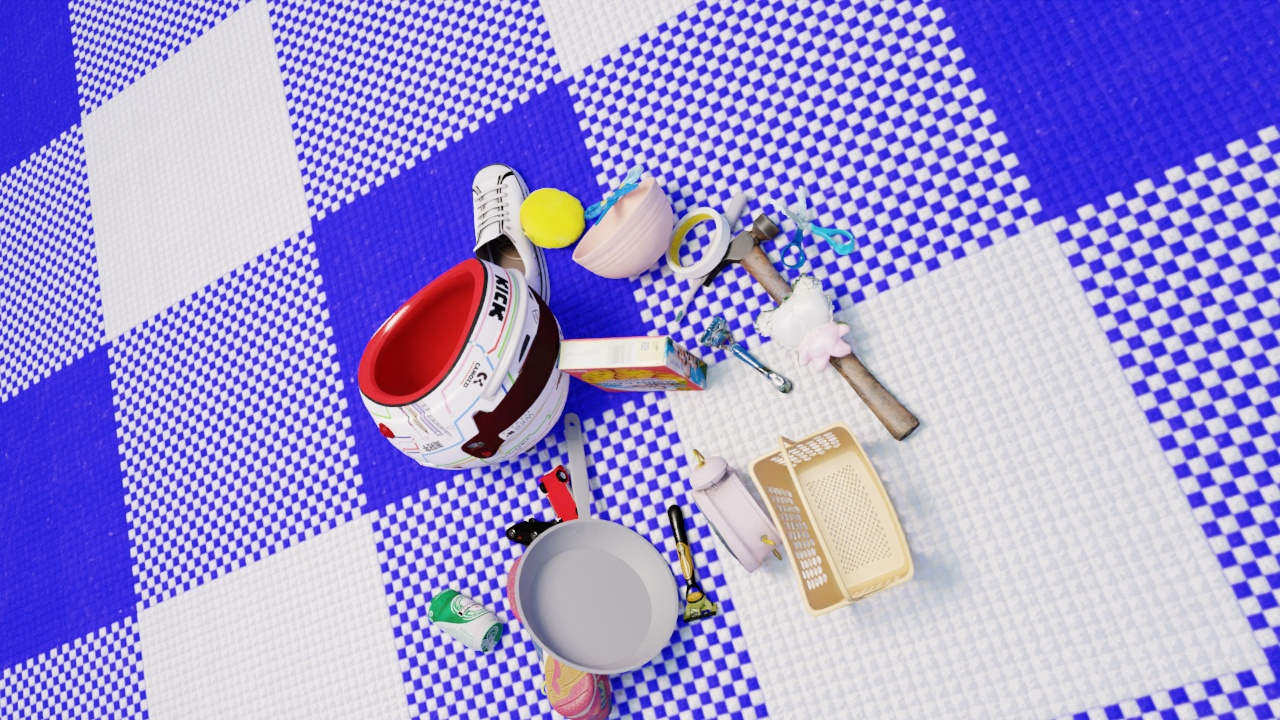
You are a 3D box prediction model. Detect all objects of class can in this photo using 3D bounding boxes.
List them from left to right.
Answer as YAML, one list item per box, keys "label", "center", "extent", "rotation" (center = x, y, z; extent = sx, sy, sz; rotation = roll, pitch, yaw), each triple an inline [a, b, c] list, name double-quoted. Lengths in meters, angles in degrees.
- label: "can"
  center: [-0.237, 0.348, 1.233]
  extent: [0.101, 0.053, 0.053]
  rotation: [23, 89, 27]

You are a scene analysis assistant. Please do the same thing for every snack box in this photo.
- label: "snack box"
  center: [-0.007, 0.007, 1.146]
  extent: [0.143, 0.145, 0.040]
  rotation: [-2, 76, 24]

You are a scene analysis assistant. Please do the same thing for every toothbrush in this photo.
- label: "toothbrush"
  center: [0.090, -0.133, 1.199]
  extent: [0.018, 0.019, 0.188]
  rotation: [28, 92, 21]

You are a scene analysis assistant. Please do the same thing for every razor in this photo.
- label: "razor"
  center: [0.057, 0.248, 1.138]
  extent: [0.044, 0.021, 0.144]
  rotation: [-21, 69, 20]
- label: "razor"
  center: [0.135, -0.004, 1.153]
  extent: [0.141, 0.018, 0.044]
  rotation: [38, 96, 26]

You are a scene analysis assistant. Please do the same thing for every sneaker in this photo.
- label: "sneaker"
  center: [-0.203, -0.174, 1.299]
  extent: [0.091, 0.097, 0.245]
  rotation: [-18, 73, 20]
- label: "sneaker"
  center: [-0.104, 0.352, 1.166]
  extent: [0.116, 0.091, 0.241]
  rotation: [-37, 47, 8]

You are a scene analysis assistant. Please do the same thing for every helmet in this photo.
- label: "helmet"
  center: [-0.205, 0.018, 1.181]
  extent: [0.315, 0.236, 0.230]
  rotation: [-27, 47, 35]

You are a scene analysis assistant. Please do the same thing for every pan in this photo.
- label: "pan"
  center: [-0.068, 0.223, 1.154]
  extent: [0.051, 0.200, 0.356]
  rotation: [113, 152, -46]

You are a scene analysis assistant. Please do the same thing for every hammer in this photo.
- label: "hammer"
  center: [0.210, -0.029, 1.120]
  extent: [0.120, 0.033, 0.330]
  rotation: [-45, 66, 15]

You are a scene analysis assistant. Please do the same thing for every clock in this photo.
- label: "clock"
  center: [0.105, 0.171, 1.080]
  extent: [0.059, 0.117, 0.158]
  rotation: [-37, 66, 2]

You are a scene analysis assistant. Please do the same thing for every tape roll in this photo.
- label: "tape roll"
  center: [0.074, -0.153, 1.193]
  extent: [0.094, 0.019, 0.093]
  rotation: [-23, 55, 37]

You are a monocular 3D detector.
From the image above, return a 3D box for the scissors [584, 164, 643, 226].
- label: "scissors"
  center: [-0.034, -0.224, 1.251]
  extent: [0.126, 0.013, 0.130]
  rotation: [-8, 45, 57]

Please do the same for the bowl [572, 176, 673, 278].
- label: "bowl"
  center: [-0.011, -0.161, 1.201]
  extent: [0.153, 0.153, 0.076]
  rotation: [-42, 108, 11]

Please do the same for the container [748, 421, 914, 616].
- label: "container"
  center: [0.210, 0.170, 1.000]
  extent: [0.129, 0.167, 0.183]
  rotation: [-27, 69, 17]

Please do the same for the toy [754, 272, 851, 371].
- label: "toy"
  center: [0.199, -0.038, 1.087]
  extent: [0.096, 0.041, 0.109]
  rotation: [-43, 73, 17]

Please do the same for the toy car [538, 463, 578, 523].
- label: "toy car"
  center: [-0.101, 0.184, 1.219]
  extent: [0.038, 0.025, 0.089]
  rotation: [-36, 75, 24]

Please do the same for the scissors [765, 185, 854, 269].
- label: "scissors"
  center: [0.197, -0.162, 1.135]
  extent: [0.118, 0.014, 0.129]
  rotation: [-41, 72, -19]

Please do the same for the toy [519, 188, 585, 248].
- label: "toy"
  center: [-0.124, -0.200, 1.288]
  extent: [0.094, 0.041, 0.095]
  rotation: [-29, 77, -19]

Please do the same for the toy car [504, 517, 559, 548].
- label: "toy car"
  center: [-0.139, 0.232, 1.211]
  extent: [0.092, 0.042, 0.036]
  rotation: [-4, 102, 43]
